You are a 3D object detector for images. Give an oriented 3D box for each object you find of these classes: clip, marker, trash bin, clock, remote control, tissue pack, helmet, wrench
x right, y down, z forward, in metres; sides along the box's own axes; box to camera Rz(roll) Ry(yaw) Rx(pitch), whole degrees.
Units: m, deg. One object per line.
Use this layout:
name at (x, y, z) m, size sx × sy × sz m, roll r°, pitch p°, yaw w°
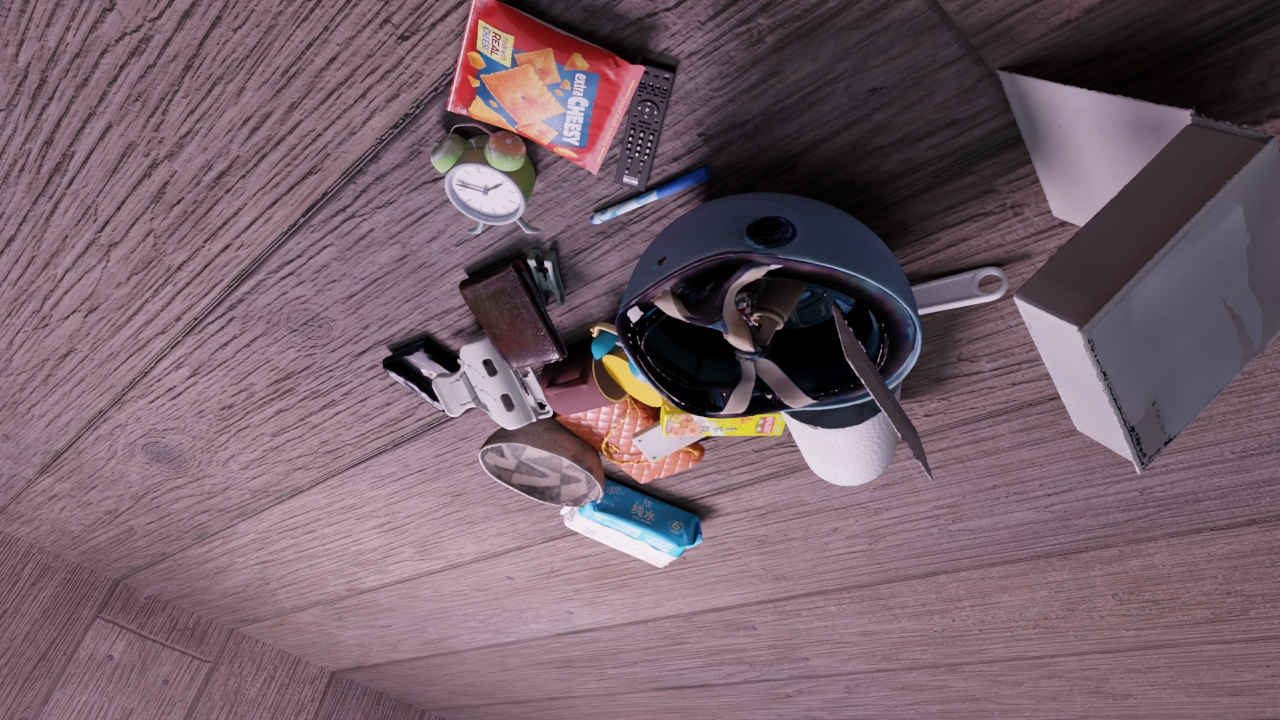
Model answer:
clip at (-0.100, -0.088, 0.992) m, size 0.045 × 0.023 × 0.076 m, roll 7°, pitch 143°, yaw 15°
marker at (0.006, -0.154, 0.867) m, size 0.142 × 0.013 × 0.013 m, roll -15°, pitch 135°, yaw 37°
trash bin at (0.216, 0.054, 0.985) m, size 0.133 × 0.133 × 0.161 m, roll 1°, pitch 148°, yaw 20°
clock at (-0.145, -0.176, 0.869) m, size 0.094 × 0.042 × 0.119 m, roll 2°, pitch 144°, yaw 16°
remote control at (0.059, 0.079, 1.126) m, size 0.136 × 0.011 × 0.050 m, roll -28°, pitch 127°, yaw 13°
remote control at (0.002, -0.202, 0.804) m, size 0.030 × 0.009 × 0.140 m, roll 16°, pitch 145°, yaw -1°
tissue pack at (-0.019, 0.244, 1.389) m, size 0.209 × 0.065 × 0.117 m, roll 23°, pitch 146°, yaw -9°
helmet at (0.117, -0.058, 0.823) m, size 0.266 × 0.166 × 0.226 m, roll 2°, pitch 146°, yaw 21°
wrench at (0.218, -0.047, 0.902) m, size 0.274 × 0.066 × 0.018 m, roll -13°, pitch 152°, yaw 28°
clip at (-0.184, 0.025, 1.121) m, size 0.144 × 0.075 × 0.125 m, roll -10°, pitch 110°, yaw 35°
clock at (-0.006, 0.006, 1.015) m, size 0.099 × 0.043 × 0.130 m, roll 25°, pitch 156°, yaw 37°

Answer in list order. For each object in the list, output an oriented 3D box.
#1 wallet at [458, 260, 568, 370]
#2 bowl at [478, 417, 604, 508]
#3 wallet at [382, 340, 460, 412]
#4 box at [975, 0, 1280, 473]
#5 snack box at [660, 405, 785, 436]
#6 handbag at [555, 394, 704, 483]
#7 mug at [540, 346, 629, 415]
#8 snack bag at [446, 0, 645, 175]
wallet at (-0.140, -0.048, 1.019) m, size 0.100 × 0.031 × 0.120 m, roll -11°, pitch 113°, yaw 45°
bowl at (-0.125, 0.126, 1.248) m, size 0.178 × 0.081 × 0.179 m, roll 12°, pitch 149°, yaw 7°
wallet at (-0.269, 0.020, 1.203) m, size 0.089 × 0.026 × 0.115 m, roll -16°, pitch 135°, yaw 36°
box at (0.332, -0.127, 0.676) m, size 0.172 × 0.379 × 0.167 m, roll -25°, pitch 131°, yaw 21°
snack box at (0.098, 0.067, 1.089) m, size 0.148 × 0.028 × 0.040 m, roll 0°, pitch 136°, yaw -6°
handbag at (-0.011, 0.093, 1.184) m, size 0.109 × 0.060 × 0.172 m, roll -22°, pitch 131°, yaw 36°
mug at (-0.073, 0.025, 1.074) m, size 0.083 × 0.105 × 0.073 m, roll -15°, pitch 91°, yaw 36°
snack bag at (-0.083, -0.230, 0.772) m, size 0.144 × 0.039 × 0.131 m, roll 22°, pitch 145°, yaw -9°
